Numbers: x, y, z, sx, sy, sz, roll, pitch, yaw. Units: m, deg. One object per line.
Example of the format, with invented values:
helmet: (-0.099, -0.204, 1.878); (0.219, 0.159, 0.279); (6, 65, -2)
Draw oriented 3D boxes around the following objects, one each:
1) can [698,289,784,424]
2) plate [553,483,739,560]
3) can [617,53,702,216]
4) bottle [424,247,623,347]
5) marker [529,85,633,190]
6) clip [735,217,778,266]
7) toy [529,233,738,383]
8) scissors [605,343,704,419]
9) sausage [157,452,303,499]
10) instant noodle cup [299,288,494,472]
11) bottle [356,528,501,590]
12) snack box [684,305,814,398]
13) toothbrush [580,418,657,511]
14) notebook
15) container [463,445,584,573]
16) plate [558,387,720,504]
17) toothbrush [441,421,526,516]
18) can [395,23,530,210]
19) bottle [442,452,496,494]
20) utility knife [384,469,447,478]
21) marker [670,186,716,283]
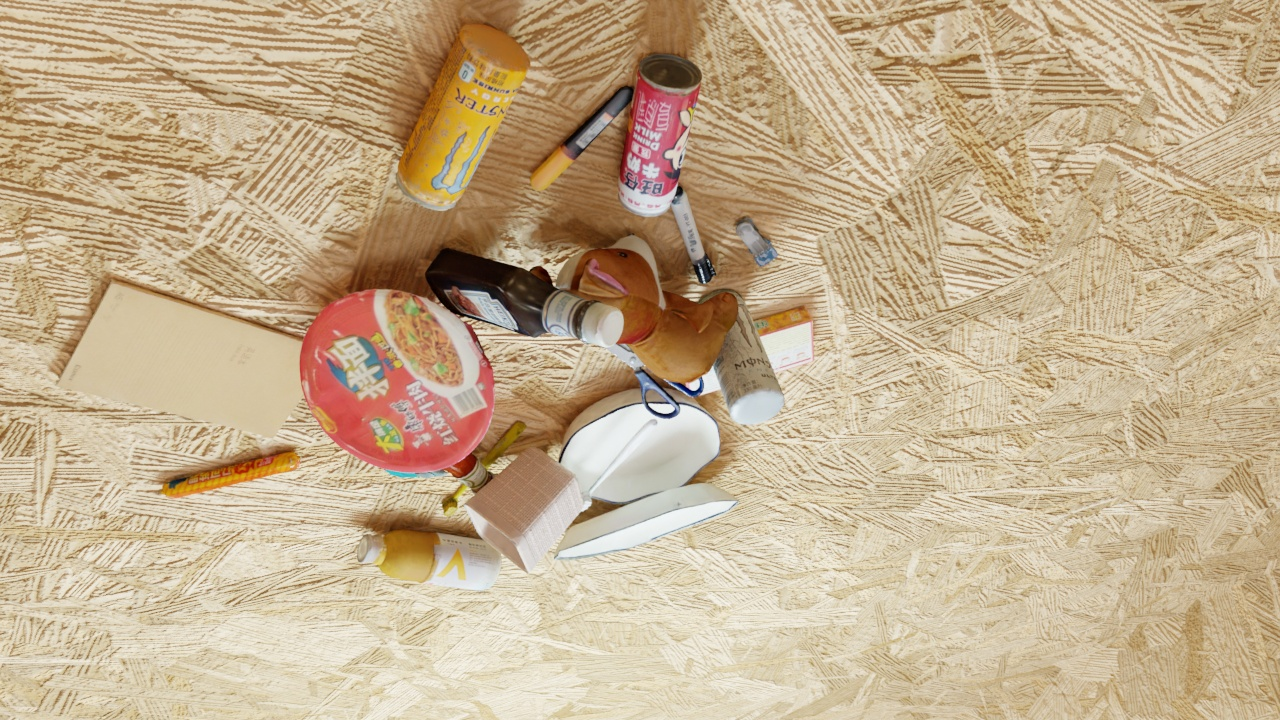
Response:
can: (0.102, -0.005, 0.965); (0.058, 0.146, 0.058); (-9, 141, -8)
plate: (0.003, 0.217, 1.242); (0.266, 0.034, 0.161); (-25, 159, 25)
can: (0.014, -0.190, 0.789); (0.053, 0.053, 0.133); (-4, 139, -15)
bottle: (-0.104, -0.052, 0.827); (0.195, 0.044, 0.080); (17, 154, 30)
marker: (-0.052, -0.193, 0.796); (0.124, 0.015, 0.018); (-40, 137, 22)
clip: (0.115, -0.124, 0.933); (0.027, 0.045, 0.058); (-31, 133, 19)
toy: (-0.002, -0.057, 0.893); (0.199, 0.130, 0.140); (16, 163, -32)
scissors: (0.006, -0.003, 1.011); (0.125, 0.012, 0.174); (-20, 122, 1)
sausage: (-0.459, 0.129, 1.029); (0.165, 0.021, 0.021); (-14, 141, -3)
instant noodle cup: (-0.227, 0.012, 0.893); (0.194, 0.065, 0.194); (4, 114, 8)
bottle: (-0.277, 0.261, 1.211); (0.189, 0.068, 0.068); (18, 130, -34)
snack box: (0.123, -0.008, 1.064); (0.156, 0.027, 0.077); (-16, 141, 0)
toothbrush: (-0.030, 0.128, 1.109); (0.016, 0.016, 0.181); (13, 132, -34)
notebook: (-0.432, 0.005, 0.901); (0.211, 0.012, 0.150); (21, 127, -37)
container: (-0.133, 0.174, 1.091); (0.110, 0.090, 0.090); (-45, 149, -24)
plate: (-0.004, 0.103, 1.139); (0.204, 0.045, 0.205); (-9, 139, -8)
toothbrush: (-0.196, 0.137, 1.133); (0.015, 0.016, 0.191); (20, 129, -33)
can: (-0.144, -0.191, 0.730); (0.058, 0.058, 0.146); (13, 133, -31)
bottle: (-0.224, 0.098, 1.040); (0.060, 0.059, 0.206); (-24, 139, 9)
utility knife: (-0.258, 0.127, 1.041); (0.029, 0.012, 0.152); (32, 157, -26)
marker: (0.052, -0.123, 0.911); (0.022, 0.018, 0.131); (-26, 141, -1)
